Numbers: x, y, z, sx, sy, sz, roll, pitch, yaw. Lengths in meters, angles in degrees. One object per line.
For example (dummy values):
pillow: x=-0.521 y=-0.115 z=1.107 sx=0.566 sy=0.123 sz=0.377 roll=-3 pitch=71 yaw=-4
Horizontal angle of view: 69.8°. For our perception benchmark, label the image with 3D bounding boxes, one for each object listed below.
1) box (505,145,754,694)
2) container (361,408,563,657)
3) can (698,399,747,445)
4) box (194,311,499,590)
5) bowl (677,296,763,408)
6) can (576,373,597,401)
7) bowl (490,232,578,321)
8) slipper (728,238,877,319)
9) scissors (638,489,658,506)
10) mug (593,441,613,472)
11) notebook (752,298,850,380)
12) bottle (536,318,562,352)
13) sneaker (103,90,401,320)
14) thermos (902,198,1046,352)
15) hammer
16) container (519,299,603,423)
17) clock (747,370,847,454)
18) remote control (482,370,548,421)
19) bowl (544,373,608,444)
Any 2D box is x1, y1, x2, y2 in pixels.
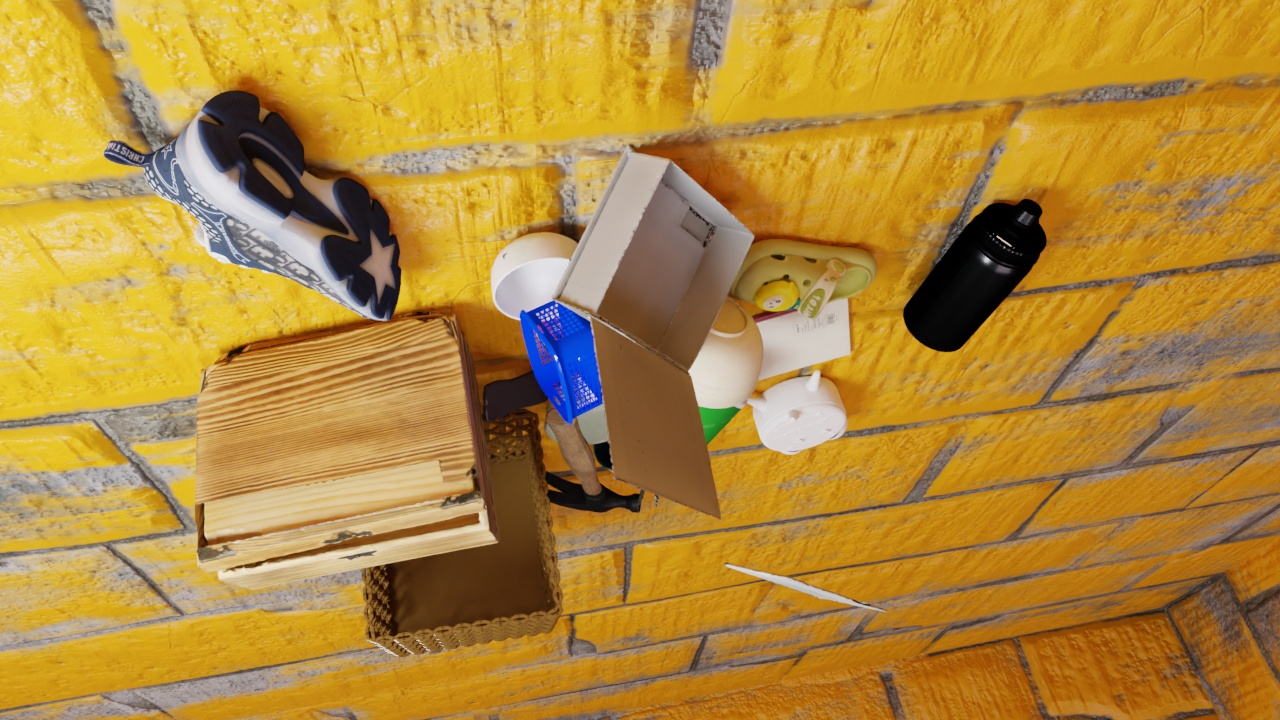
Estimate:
box: x=-0.004 y=0.051 z=0.836 sx=0.119 sy=0.477 sz=0.166 roll=-5 pitch=157 yaw=37
container: x=-0.227 y=0.224 z=1.160 sx=0.219 sy=0.251 sz=0.214 roll=-6 pitch=160 yaw=-11
can: x=0.062 y=0.066 z=1.151 sx=0.140 sy=0.087 sz=0.087 roll=-48 pitch=137 yaw=14
box: x=-0.306 y=0.089 z=0.974 sx=0.279 sy=0.244 sz=0.168 roll=-11 pitch=157 yaw=-3
bowl: x=0.075 y=-0.027 z=1.018 sx=0.150 sy=0.150 sz=0.076 roll=3 pitch=136 yaw=-24
can: x=-0.006 y=0.006 z=1.069 sx=0.116 sy=0.086 sz=0.087 roll=3 pitch=145 yaw=-23
bowl: x=-0.102 y=-0.090 z=0.938 sx=0.105 sy=0.054 sz=0.105 roll=-11 pitch=149 yaw=-7
slipper: x=0.186 y=-0.081 z=1.032 sx=0.190 sy=0.081 sz=0.092 roll=-2 pitch=149 yaw=-21
scissors: x=0.013 y=0.102 z=1.210 sx=0.154 sy=0.162 sz=0.013 roll=49 pitch=157 yaw=-21
mug: x=0.005 y=0.138 z=1.278 sx=0.083 sy=0.113 sz=0.107 roll=-52 pitch=145 yaw=-5
notebook: x=0.168 y=-0.019 z=1.184 sx=0.209 sy=0.012 sz=0.153 roll=-16 pitch=147 yaw=4
bottle: x=-0.028 y=-0.065 z=0.996 sx=0.177 sy=0.062 sz=0.062 roll=-21 pitch=147 yaw=12
sneaker: x=-0.322 y=-0.115 z=0.804 sx=0.133 sy=0.103 sz=0.269 roll=-8 pitch=150 yaw=20
thermos: x=0.391 y=-0.101 z=1.064 sx=0.086 sy=0.086 sz=0.199 roll=-1 pitch=146 yaw=-18
hammer: x=-0.081 y=0.133 z=1.180 sx=0.132 sy=0.040 sz=0.306 roll=5 pitch=154 yaw=9
container: x=-0.073 y=-0.003 z=0.937 sx=0.058 sy=0.096 sz=0.114 roll=-26 pitch=139 yaw=-17
clock: x=0.229 y=0.085 z=1.307 sx=0.125 sy=0.072 sz=0.161 roll=-22 pitch=147 yaw=15
remote control: x=-0.146 y=0.038 z=1.095 sx=0.009 sy=0.046 sz=0.124 roll=11 pitch=-164 yaw=31
bowl: x=-0.068 y=0.054 z=1.166 sx=0.117 sy=0.061 sz=0.118 roll=-9 pitch=148 yaw=-6
